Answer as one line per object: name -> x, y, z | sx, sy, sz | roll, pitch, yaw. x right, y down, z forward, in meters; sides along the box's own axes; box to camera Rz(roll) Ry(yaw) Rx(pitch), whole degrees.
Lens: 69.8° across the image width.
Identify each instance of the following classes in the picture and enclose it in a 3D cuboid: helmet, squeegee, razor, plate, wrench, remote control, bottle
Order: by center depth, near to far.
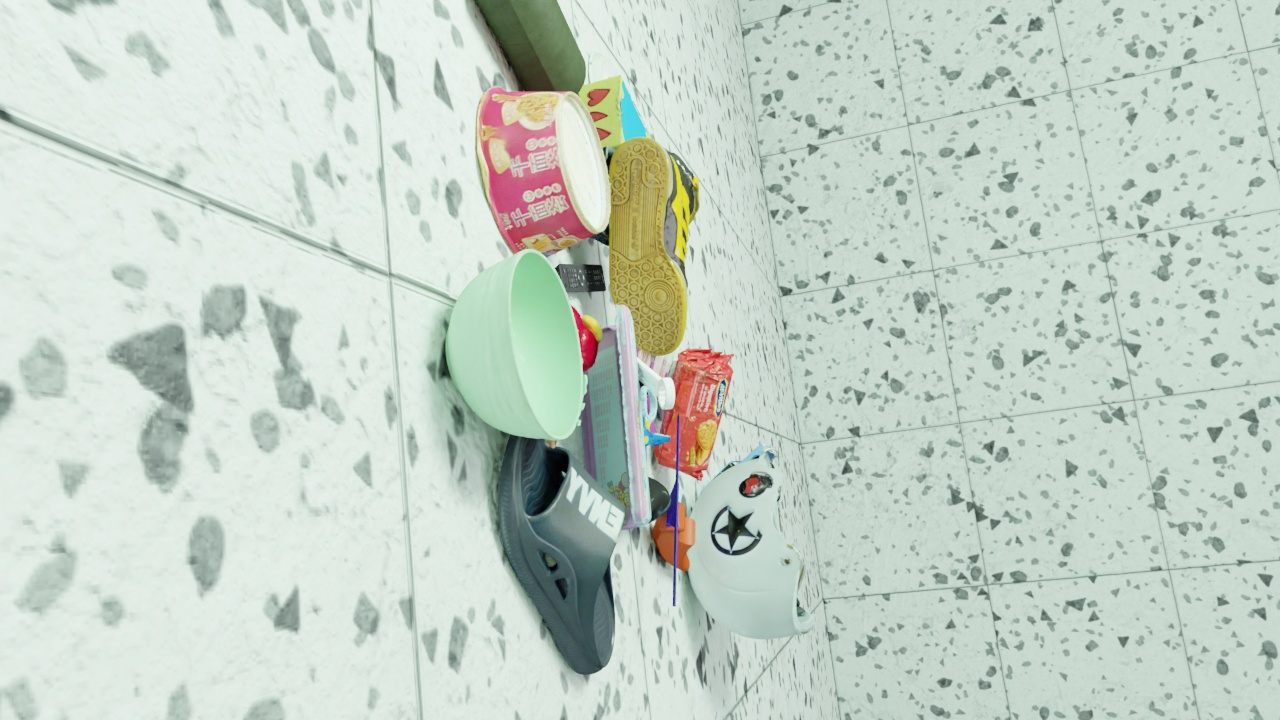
bottle -> -0.100, -0.315, 0.935 | 0.207, 0.071, 0.071 | 59, 27, -54
wrench -> -0.006, 0.006, 0.970 | 0.273, 0.009, 0.047 | -140, -131, -71
remote control -> -0.068, -0.091, 1.024 | 0.136, 0.015, 0.032 | -17, 97, -72
razor -> -0.009, 0.164, 1.039 | 0.064, 0.053, 0.140 | -68, 160, 9
squeegee -> 0.043, 0.221, 1.160 | 0.185, 0.055, 0.249 | 75, 15, -53
plate -> -0.040, -0.356, 1.288 | 0.156, 0.014, 0.157 | -9, 90, -75
helmet -> 0.147, 0.269, 1.320 | 0.237, 0.164, 0.263 | 69, 12, -49

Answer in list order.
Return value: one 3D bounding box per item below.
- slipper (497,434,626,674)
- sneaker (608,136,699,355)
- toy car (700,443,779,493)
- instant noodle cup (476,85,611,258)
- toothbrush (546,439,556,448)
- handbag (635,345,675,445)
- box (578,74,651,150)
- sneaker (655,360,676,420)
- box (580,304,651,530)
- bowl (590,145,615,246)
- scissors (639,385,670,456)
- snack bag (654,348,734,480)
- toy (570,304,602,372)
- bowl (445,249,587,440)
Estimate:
slipper -> -0.051, 0.172, 0.808 | 0.110, 0.083, 0.268 | -72, 150, -55
sneaker -> 0.020, -0.131, 1.050 | 0.122, 0.086, 0.238 | -34, 121, -70
toy car -> 0.157, 0.190, 1.472 | 0.055, 0.153, 0.056 | 47, 7, 31
instant noodle cup -> -0.086, -0.186, 0.898 | 0.178, 0.078, 0.178 | -9, 89, -75
toothbrush -> -0.084, 0.035, 0.803 | 0.135, 0.017, 0.022 | -116, -159, -55
handbag -> 0.012, 0.026, 1.181 | 0.144, 0.068, 0.169 | 37, 52, -70
box -> -0.023, -0.240, 1.167 | 0.221, 0.082, 0.124 | 51, 32, -56
sneaker -> 0.086, 0.038, 1.370 | 0.235, 0.089, 0.099 | -22, 102, -75
box -> -0.021, 0.063, 0.922 | 0.149, 0.051, 0.214 | 139, -52, -68
bowl -> -0.055, -0.185, 1.036 | 0.110, 0.055, 0.110 | 2, 89, -78
scissors -> 0.002, 0.091, 1.110 | 0.125, 0.014, 0.130 | 9, 88, -56
snack bag -> 0.069, 0.068, 1.226 | 0.082, 0.082, 0.176 | -5, 109, -75
toy -> -0.077, -0.032, 0.863 | 0.105, 0.067, 0.137 | 65, 3, 38
bowl -> -0.104, -0.008, 0.725 | 0.150, 0.077, 0.151 | -9, 89, -75
